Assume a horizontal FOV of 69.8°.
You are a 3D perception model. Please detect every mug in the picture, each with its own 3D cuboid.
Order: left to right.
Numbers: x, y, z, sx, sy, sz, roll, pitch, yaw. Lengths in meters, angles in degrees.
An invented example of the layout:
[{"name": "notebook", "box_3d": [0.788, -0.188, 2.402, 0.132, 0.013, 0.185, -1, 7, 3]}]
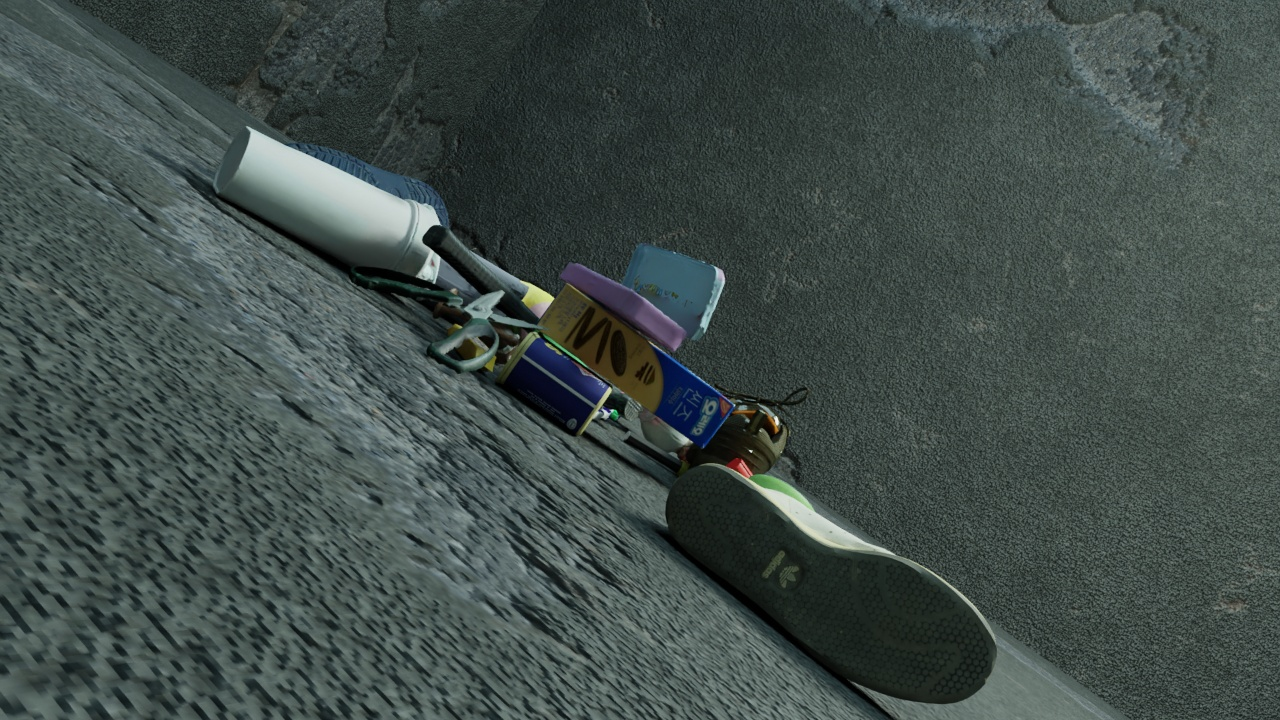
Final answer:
[{"name": "mug", "box_3d": [-0.197, -0.090, 1.059, 0.104, 0.083, 0.124, 32, -23, -19]}]

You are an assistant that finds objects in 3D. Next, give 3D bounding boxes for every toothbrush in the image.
[{"name": "toothbrush", "box_3d": [-0.043, 0.065, 1.114, 0.016, 0.015, 0.186, 39, 2, 7]}]

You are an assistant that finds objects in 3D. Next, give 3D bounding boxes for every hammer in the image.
[{"name": "hammer", "box_3d": [-0.120, -0.039, 0.992, 0.130, 0.032, 0.319, 27, -14, 44]}]

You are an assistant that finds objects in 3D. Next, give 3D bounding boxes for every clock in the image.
[{"name": "clock", "box_3d": [0.121, 0.152, 0.862, 0.094, 0.042, 0.120, 36, -29, 14]}]

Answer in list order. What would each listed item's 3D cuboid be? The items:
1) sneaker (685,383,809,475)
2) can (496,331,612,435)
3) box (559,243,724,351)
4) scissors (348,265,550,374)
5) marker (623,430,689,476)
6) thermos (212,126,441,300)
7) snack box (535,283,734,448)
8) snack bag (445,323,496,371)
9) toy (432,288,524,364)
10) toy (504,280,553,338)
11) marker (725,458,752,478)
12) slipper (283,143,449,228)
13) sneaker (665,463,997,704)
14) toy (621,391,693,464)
[{"name": "sneaker", "box_3d": [0.116, 0.073, 1.028, 0.101, 0.143, 0.237, 27, 7, 6]}, {"name": "can", "box_3d": [-0.079, 0.022, 0.884, 0.092, 0.056, 0.116, 35, 1, -1]}, {"name": "box", "box_3d": [0.004, -0.081, 0.923, 0.089, 0.092, 0.214, 36, -1, -26]}, {"name": "scissors", "box_3d": [-0.185, -0.043, 0.817, 0.202, 0.015, 0.201, 15, 20, 4]}, {"name": "marker", "box_3d": [0.035, 0.116, 1.064, 0.124, 0.018, 0.021, 33, 46, -16]}, {"name": "thermos", "box_3d": [-0.293, -0.145, 0.898, 0.220, 0.099, 0.099, 28, 5, -39]}, {"name": "snack box", "box_3d": [-0.005, 0.005, 0.909, 0.207, 0.056, 0.057, 36, -1, -3]}, {"name": "snack bag", "box_3d": [-0.163, -0.013, 0.877, 0.026, 0.020, 0.099, 32, 2, -32]}, {"name": "toy", "box_3d": [-0.166, -0.032, 0.976, 0.102, 0.041, 0.055, 28, -18, 20]}, {"name": "toy", "box_3d": [-0.161, -0.063, 1.270, 0.238, 0.087, 0.190, 39, -1, 38]}, {"name": "marker", "box_3d": [0.130, 0.160, 0.920, 0.145, 0.023, 0.021, 54, 19, -16]}, {"name": "slipper", "box_3d": [-0.323, -0.165, 1.031, 0.095, 0.105, 0.252, -15, -9, 30]}, {"name": "sneaker", "box_3d": [0.129, 0.160, 0.655, 0.241, 0.089, 0.102, 30, -8, 25]}, {"name": "toy", "box_3d": [0.053, 0.089, 1.184, 0.194, 0.084, 0.159, 33, -13, -7]}]
